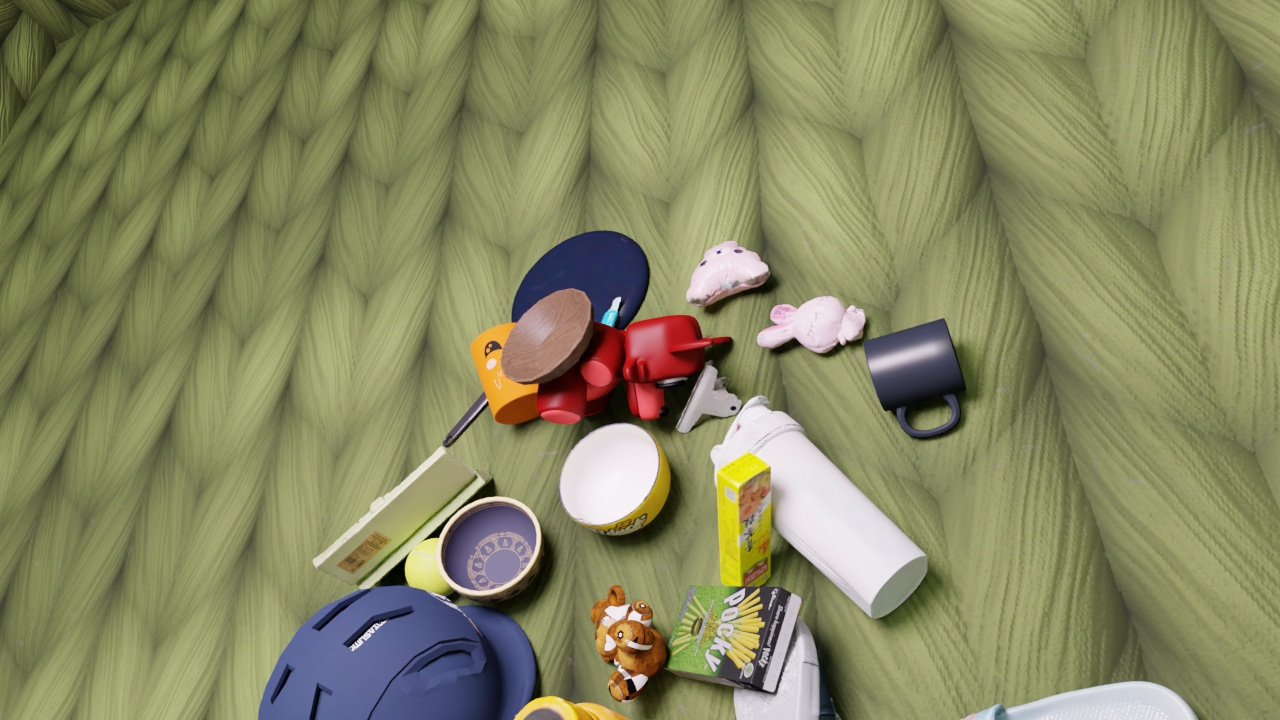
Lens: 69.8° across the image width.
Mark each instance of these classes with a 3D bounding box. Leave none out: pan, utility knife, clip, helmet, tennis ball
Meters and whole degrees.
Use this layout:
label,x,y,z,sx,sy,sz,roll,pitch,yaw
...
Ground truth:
label,x,y,z,sx,sy,sz,roll,pitch,yaw
pan,-0.133,-0.029,1.168,0.356,0.021,0.199,-50,48,-7
utility knife,-0.047,-0.021,1.100,0.022,0.015,0.123,16,79,35
clip,0.078,0.042,0.974,0.054,0.102,0.040,-2,46,-26
helmet,-0.231,0.319,0.883,0.233,0.223,0.271,11,29,36
tennis ball,-0.226,0.229,1.013,0.065,0.065,0.065,-16,52,21

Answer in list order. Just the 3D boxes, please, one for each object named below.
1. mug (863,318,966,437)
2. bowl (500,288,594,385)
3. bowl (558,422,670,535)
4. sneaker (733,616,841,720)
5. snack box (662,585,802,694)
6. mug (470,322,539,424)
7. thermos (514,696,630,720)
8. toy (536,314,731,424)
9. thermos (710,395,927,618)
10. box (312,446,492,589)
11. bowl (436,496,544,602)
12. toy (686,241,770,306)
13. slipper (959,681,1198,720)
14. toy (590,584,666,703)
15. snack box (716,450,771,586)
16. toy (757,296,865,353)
label,x,y,z,sx,sy,sz,roll,pitch,yaw
mug,0.265,0.021,0.872,0.078,0.071,0.105,-17,78,19
bowl,-0.089,-0.019,0.940,0.118,0.030,0.117,-25,41,24
bowl,-0.019,0.131,0.957,0.117,0.067,0.117,-16,52,21
sneaker,0.133,0.307,0.736,0.089,0.087,0.235,-47,19,31
snack box,0.076,0.240,0.802,0.148,0.025,0.080,-24,40,60
mug,-0.135,0.011,1.096,0.112,0.078,0.096,-16,66,-18
thermos,-0.024,0.322,0.716,0.091,0.232,0.076,-24,50,15
toy,-0.006,0.006,0.988,0.197,0.158,0.120,-11,88,14
thermos,0.154,0.133,0.839,0.099,0.099,0.220,-43,51,-2
box,-0.256,0.182,1.025,0.187,0.141,0.047,-41,65,-3
bowl,-0.154,0.210,0.981,0.112,0.061,0.112,-6,52,7
toy,0.098,-0.107,1.065,0.099,0.053,0.095,-20,38,14
slipper,0.279,0.296,0.663,0.246,0.074,0.104,-26,48,11
toy,-0.016,0.261,0.862,0.113,0.067,0.087,22,106,57
snack box,0.094,0.149,0.824,0.040,0.148,0.029,-28,42,-27
toy,0.180,-0.039,0.972,0.110,0.047,0.063,-4,49,32
